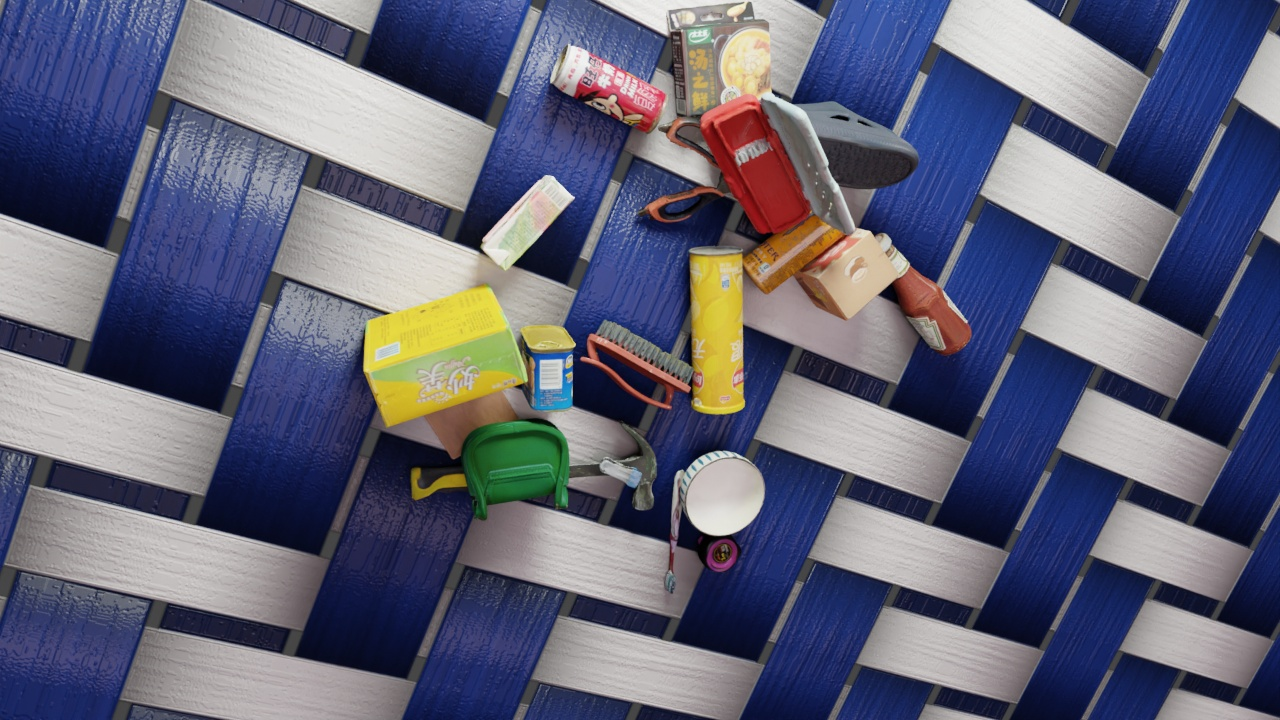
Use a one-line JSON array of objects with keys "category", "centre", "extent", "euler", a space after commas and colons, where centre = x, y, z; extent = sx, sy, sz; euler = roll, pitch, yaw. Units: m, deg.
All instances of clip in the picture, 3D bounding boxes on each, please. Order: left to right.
[{"category": "clip", "centre": [-0.028, 0.146, 1.207], "extent": [0.058, 0.043, 0.027], "euler": [25, 99, -17]}]

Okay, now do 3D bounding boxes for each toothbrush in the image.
[{"category": "toothbrush", "centre": [0.049, 0.243, 1.291], "extent": [0.016, 0.017, 0.188], "euler": [0, 106, -17]}]

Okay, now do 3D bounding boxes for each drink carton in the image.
[{"category": "drink carton", "centre": [-0.138, -0.166, 1.100], "extent": [0.122, 0.053, 0.045], "euler": [-46, 108, 0]}]

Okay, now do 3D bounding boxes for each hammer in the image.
[{"category": "hammer", "centre": [-0.135, 0.145, 1.203], "extent": [0.323, 0.032, 0.126], "euler": [-2, 106, -15]}]

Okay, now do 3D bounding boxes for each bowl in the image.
[{"category": "bowl", "centre": [0.106, 0.175, 1.262], "extent": [0.116, 0.066, 0.116], "euler": [-5, 108, -15]}]

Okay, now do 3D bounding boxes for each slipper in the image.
[{"category": "slipper", "centre": [0.223, -0.286, 1.140], "extent": [0.268, 0.111, 0.083], "euler": [10, 74, -11]}]

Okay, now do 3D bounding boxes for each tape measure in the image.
[{"category": "tape measure", "centre": [0.110, 0.270, 1.306], "extent": [0.058, 0.039, 0.057], "euler": [-41, 112, -7]}]

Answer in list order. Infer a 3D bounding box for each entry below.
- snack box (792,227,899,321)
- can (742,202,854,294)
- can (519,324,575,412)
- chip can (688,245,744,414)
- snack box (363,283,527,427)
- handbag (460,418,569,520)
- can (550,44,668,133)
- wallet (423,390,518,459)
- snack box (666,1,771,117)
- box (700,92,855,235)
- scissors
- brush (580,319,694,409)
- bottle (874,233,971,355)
[{"category": "snack box", "centre": [0.266, -0.118, 1.209], "extent": [0.093, 0.094, 0.077], "euler": [-41, 112, -2]}, {"category": "can", "centre": [0.202, -0.151, 1.190], "extent": [0.146, 0.058, 0.058], "euler": [-38, 112, 7]}, {"category": "can", "centre": [-0.116, 0.009, 1.132], "extent": [0.057, 0.102, 0.083], "euler": [-3, 109, -16]}, {"category": "chip can", "centre": [0.100, -0.040, 1.197], "extent": [0.072, 0.072, 0.213], "euler": [-6, 106, -15]}, {"category": "snack box", "centre": [-0.224, -0.013, 1.035], "extent": [0.157, 0.210, 0.070], "euler": [-19, 111, -10]}, {"category": "handbag", "centre": [-0.153, 0.133, 1.138], "extent": [0.131, 0.068, 0.120], "euler": [-9, 96, -12]}, {"category": "can", "centre": [-0.037, -0.321, 1.085], "extent": [0.132, 0.053, 0.053], "euler": [22, 98, -21]}, {"category": "wallet", "centre": [-0.223, 0.053, 1.153], "extent": [0.101, 0.020, 0.115], "euler": [-30, 108, -6]}, {"category": "snack box", "centre": [0.097, -0.366, 1.117], "extent": [0.113, 0.053, 0.126], "euler": [-11, 113, -13]}, {"category": "box", "centre": [0.168, -0.227, 1.083], "extent": [0.201, 0.155, 0.073], "euler": [51, 55, -44]}, {"category": "scissors", "centre": [0.099, -0.227, 1.138], "extent": [0.225, 0.015, 0.189], "euler": [-15, 135, -1]}, {"category": "brush", "centre": [-0.007, 0.007, 1.183], "extent": [0.145, 0.063, 0.069], "euler": [30, 82, -20]}, {"category": "bottle", "centre": [0.383, -0.093, 1.272], "extent": [0.060, 0.060, 0.206], "euler": [-45, 112, -1]}]
